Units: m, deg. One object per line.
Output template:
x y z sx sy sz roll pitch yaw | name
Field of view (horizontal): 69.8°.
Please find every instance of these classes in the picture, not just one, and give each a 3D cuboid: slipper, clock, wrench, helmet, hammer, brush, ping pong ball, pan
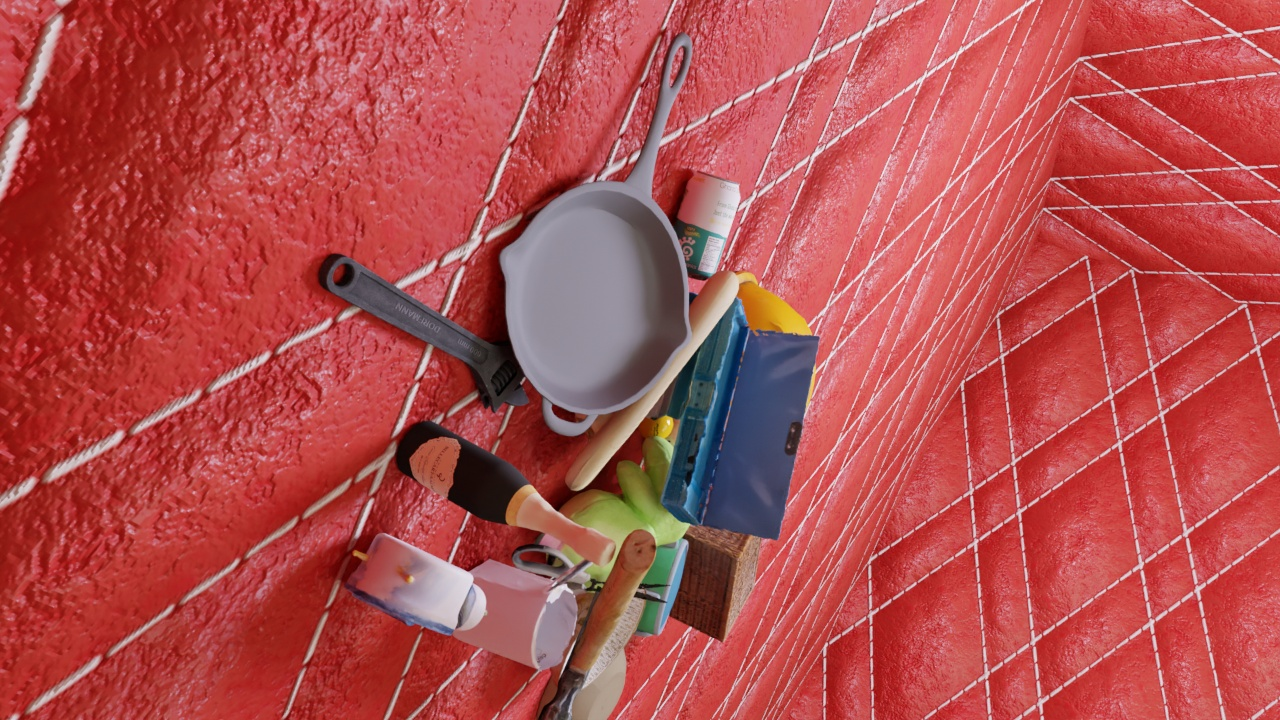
-0.005 0.005 0.880 0.261 0.079 0.111 -51 175 -11 | slipper
0.010 0.280 1.145 0.162 0.075 0.121 89 20 -58 | clock
-0.141 -0.018 0.678 0.073 0.018 0.273 -63 153 -6 | wrench
0.140 0.031 1.118 0.204 0.131 0.256 -17 126 -56 | helmet
-0.169 0.175 0.707 0.052 0.089 0.125 -66 154 -16 | clock
-0.031 0.214 0.763 0.331 0.033 0.131 110 7 -56 | hammer
0.036 -0.007 0.973 0.075 0.055 0.136 -14 123 -66 | brush
0.016 0.070 1.019 0.040 0.040 0.040 -43 146 -39 | ping pong ball
-0.019 -0.111 0.775 0.216 0.024 0.354 22 84 -42 | pan

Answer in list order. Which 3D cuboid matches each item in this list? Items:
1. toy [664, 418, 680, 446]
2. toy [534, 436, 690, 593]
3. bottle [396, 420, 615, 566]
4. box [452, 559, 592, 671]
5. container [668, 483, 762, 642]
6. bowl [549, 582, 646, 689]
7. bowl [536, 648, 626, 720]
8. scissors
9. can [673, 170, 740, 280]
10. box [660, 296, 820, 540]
0.048 0.091 1.047 0.052 0.099 0.096 -4 106 -37 | toy
-0.018 0.176 0.968 0.196 0.107 0.150 -45 153 -34 | toy
-0.096 0.100 0.666 0.045 0.185 0.045 -43 146 -39 | bottle
-0.096 0.205 0.814 0.084 0.147 0.136 -15 115 -62 | box
0.097 0.271 1.258 0.112 0.114 0.199 -46 150 -44 | container
-0.063 0.293 1.024 0.144 0.063 0.145 -40 147 -33 | bowl
-0.063 0.414 1.148 0.151 0.050 0.153 -43 146 -39 | bowl
-0.059 0.226 0.911 0.150 0.165 0.012 -38 -151 25 | scissors
0.062 -0.134 0.916 0.054 0.055 0.102 -6 117 -61 | can
0.107 0.056 0.932 0.094 0.112 0.231 54 48 -61 | box
